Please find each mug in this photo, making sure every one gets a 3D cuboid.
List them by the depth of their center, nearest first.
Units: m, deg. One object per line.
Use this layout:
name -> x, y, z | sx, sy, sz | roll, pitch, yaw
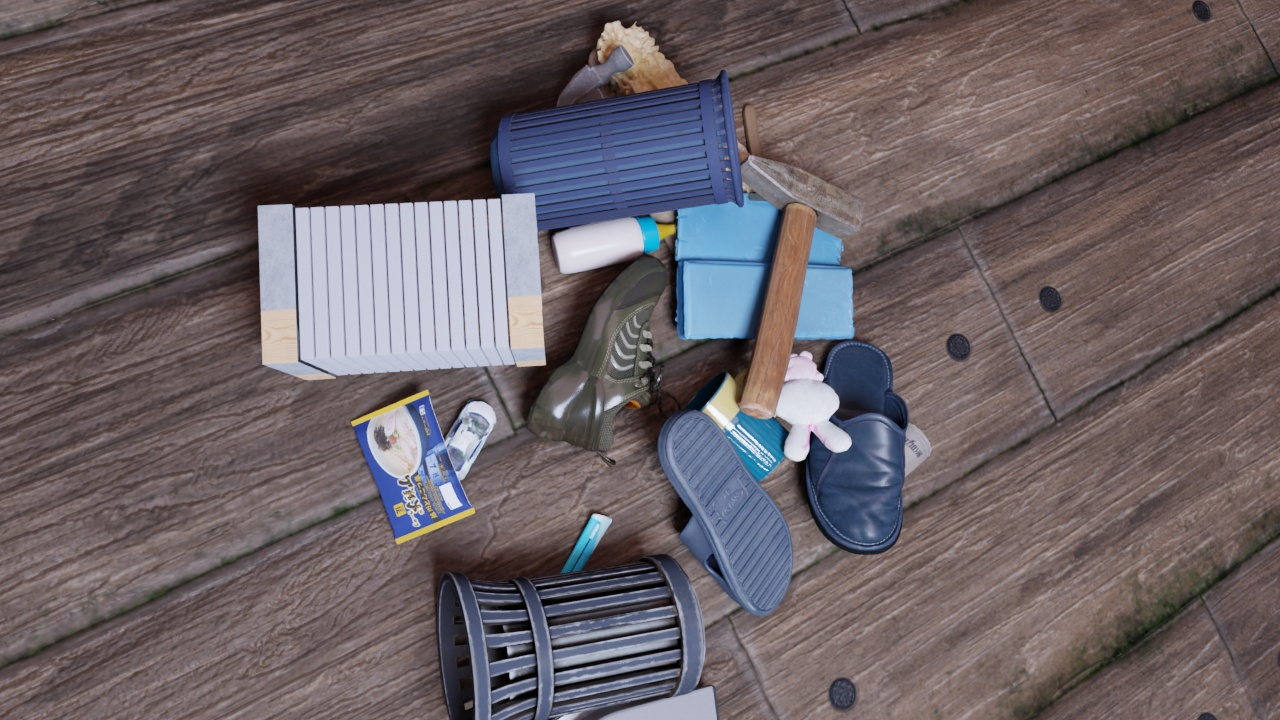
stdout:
mug -> 0.115, 0.066, 1.023 | 0.107, 0.083, 0.113 | 42, 71, -5

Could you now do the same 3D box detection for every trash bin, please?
trash bin -> -0.066, 0.271, 0.886 | 0.227, 0.165, 0.164 | -3, 80, -23
trash bin -> -0.221, -0.066, 0.889 | 0.247, 0.142, 0.142 | -4, 84, -5
trash bin -> -0.024, -0.214, 0.971 | 0.250, 0.139, 0.139 | -7, 80, 9

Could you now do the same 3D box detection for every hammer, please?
hammer -> 0.153, -0.078, 1.015 | 0.158, 0.037, 0.300 | 22, 68, -18
hammer -> 0.017, -0.188, 1.061 | 0.119, 0.030, 0.331 | -30, 99, 19

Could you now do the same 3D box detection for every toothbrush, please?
toothbrush -> 0.144, -0.238, 1.133 | 0.016, 0.016, 0.166 | -2, 78, -17

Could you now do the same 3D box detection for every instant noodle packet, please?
instant noodle packet -> -0.231, 0.108, 0.932 | 0.087, 0.026, 0.134 | -23, 86, 5

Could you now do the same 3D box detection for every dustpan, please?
dustpan -> -0.032, 0.432, 0.909 | 0.257, 0.033, 0.163 | -4, 84, -28

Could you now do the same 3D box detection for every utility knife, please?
utility knife -> -0.067, 0.215, 0.975 | 0.022, 0.015, 0.116 | 30, 75, -3

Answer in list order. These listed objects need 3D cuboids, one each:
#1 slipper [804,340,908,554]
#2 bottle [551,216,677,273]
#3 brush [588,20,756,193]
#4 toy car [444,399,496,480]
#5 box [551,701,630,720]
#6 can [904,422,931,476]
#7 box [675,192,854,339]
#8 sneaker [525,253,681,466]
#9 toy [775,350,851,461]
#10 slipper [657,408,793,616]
slipper -> 0.245, 0.080, 1.024 | 0.109, 0.084, 0.265 | 6, 61, 4
bottle -> -0.026, -0.135, 1.033 | 0.146, 0.051, 0.051 | -14, 83, -10
brush -> 0.041, -0.279, 1.088 | 0.083, 0.057, 0.271 | -40, 92, -22
toy car -> -0.183, 0.082, 0.961 | 0.038, 0.027, 0.089 | 30, 72, -7
box -> -0.085, 0.428, 0.917 | 0.209, 0.034, 0.129 | -26, 94, -19
can -> 0.275, 0.130, 1.074 | 0.135, 0.054, 0.054 | -34, 90, -20
box -> 0.146, -0.109, 1.067 | 0.231, 0.033, 0.174 | -2, 89, -24
sneaker -> -0.006, 0.006, 0.986 | 0.143, 0.101, 0.237 | 31, 76, 0
toy -> 0.182, 0.049, 1.004 | 0.076, 0.037, 0.125 | -8, 62, -5
slipper -> 0.081, 0.160, 0.991 | 0.101, 0.083, 0.264 | -43, 115, -28
